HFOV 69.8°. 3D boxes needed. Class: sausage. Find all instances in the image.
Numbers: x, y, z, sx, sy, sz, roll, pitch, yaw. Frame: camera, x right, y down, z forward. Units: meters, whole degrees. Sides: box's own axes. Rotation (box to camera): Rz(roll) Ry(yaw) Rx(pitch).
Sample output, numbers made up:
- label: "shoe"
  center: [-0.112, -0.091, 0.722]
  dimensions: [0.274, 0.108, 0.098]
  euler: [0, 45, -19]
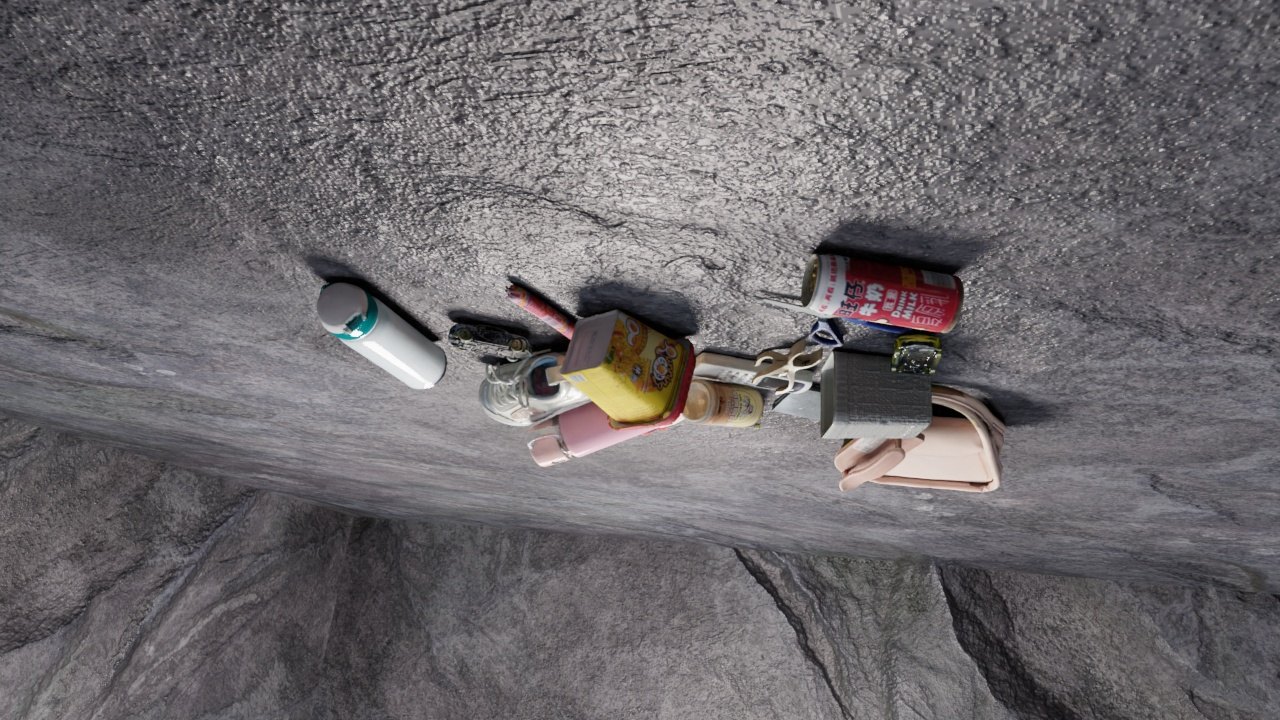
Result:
- label: "sausage"
  center: [-0.105, -0.052, 1.034]
  dimensions: [0.020, 0.020, 0.155]
  euler: [-2, 161, 28]

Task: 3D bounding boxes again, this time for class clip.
- label: "clip"
  center: [0.160, 0.002, 1.076]
  dimensions: [0.084, 0.034, 0.105]
  euler: [15, 154, -1]

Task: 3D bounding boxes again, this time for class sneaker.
- label: "sneaker"
  center: [-0.155, 0.039, 1.211]
  dimensions: [0.090, 0.089, 0.243]
  euler: [-4, 172, -45]

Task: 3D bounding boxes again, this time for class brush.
- label: "brush"
  center: [0.297, 0.118, 1.177]
  dimensions: [0.063, 0.072, 0.146]
  euler: [22, 146, -9]

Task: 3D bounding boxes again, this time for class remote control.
- label: "remote control"
  center: [0.140, 0.018, 1.155]
  dimensions: [0.150, 0.021, 0.058]
  euler: [10, 163, -8]

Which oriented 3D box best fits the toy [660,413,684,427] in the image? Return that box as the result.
- label: "toy"
  center: [0.010, 0.070, 1.327]
  dimensions: [0.121, 0.054, 0.159]
  euler: [7, 167, 1]

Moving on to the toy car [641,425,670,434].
- label: "toy car"
  center: [0.003, 0.100, 1.461]
  dimensions: [0.107, 0.031, 0.049]
  euler: [-11, 156, 41]

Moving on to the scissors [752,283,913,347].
- label: "scissors"
  center: [0.199, -0.045, 0.947]
  dimensions: [0.175, 0.012, 0.162]
  euler: [6, 163, 6]

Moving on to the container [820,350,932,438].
- label: "container"
  center: [0.276, 0.044, 1.078]
  dimensions: [0.114, 0.090, 0.090]
  euler: [3, 163, 2]

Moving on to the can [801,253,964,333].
- label: "can"
  center: [0.215, -0.061, 0.820]
  dimensions: [0.132, 0.053, 0.053]
  euler: [9, 163, -5]

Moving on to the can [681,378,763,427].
- label: "can"
  center: [0.106, 0.057, 1.198]
  dimensions: [0.059, 0.058, 0.116]
  euler: [-8, 169, 41]

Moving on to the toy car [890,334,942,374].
- label: "toy car"
  center: [0.295, -0.009, 0.984]
  dimensions: [0.048, 0.032, 0.105]
  euler: [3, 165, 13]

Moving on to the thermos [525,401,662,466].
- label: "thermos"
  center: [-0.057, 0.081, 1.219]
  dimensions: [0.199, 0.067, 0.087]
  euler: [-20, 158, 10]

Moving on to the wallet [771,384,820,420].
- label: "wallet"
  center: [0.242, 0.058, 1.251]
  dimensions: [0.097, 0.019, 0.121]
  euler: [10, 161, -6]

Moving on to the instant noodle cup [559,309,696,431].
- label: "instant noodle cup"
  center: [-0.017, 0.008, 1.058]
  dimensions: [0.116, 0.116, 0.123]
  euler: [-12, 143, 45]

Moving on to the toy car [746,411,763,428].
- label: "toy car"
  center: [0.152, 0.072, 1.301]
  dimensions: [0.042, 0.035, 0.090]
  euler: [4, 162, 4]

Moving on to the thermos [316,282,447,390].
- label: "thermos"
  center: [-0.314, -0.030, 1.119]
  dimensions: [0.073, 0.073, 0.224]
  euler: [3, 162, 15]

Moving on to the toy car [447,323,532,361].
- label: "toy car"
  center: [-0.184, -0.024, 1.135]
  dimensions: [0.105, 0.031, 0.049]
  euler: [13, 163, -13]

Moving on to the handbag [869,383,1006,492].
- label: "handbag"
  center: [0.382, 0.093, 1.225]
  dimensions: [0.194, 0.093, 0.234]
  euler: [0, 153, 23]
